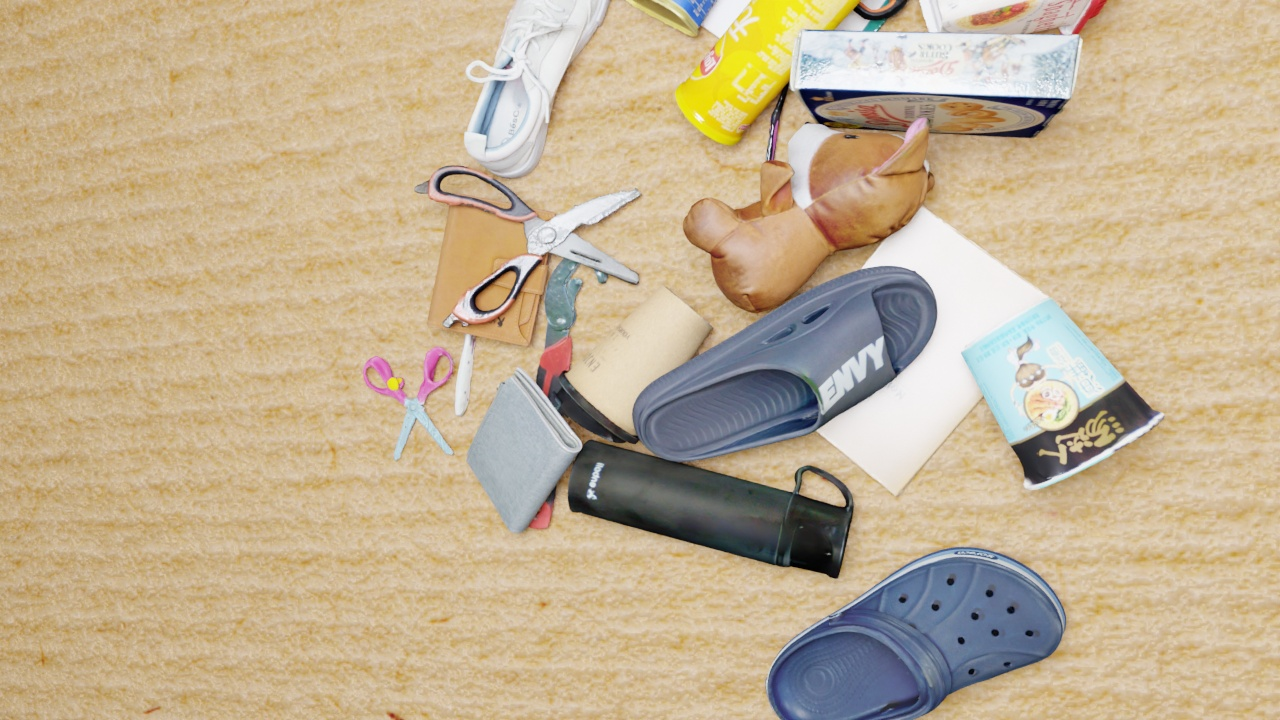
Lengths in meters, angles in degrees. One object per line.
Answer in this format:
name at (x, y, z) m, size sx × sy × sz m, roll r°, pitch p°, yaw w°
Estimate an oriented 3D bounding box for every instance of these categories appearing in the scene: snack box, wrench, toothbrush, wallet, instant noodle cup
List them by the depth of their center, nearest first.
snack box at (0.216, -0.204, 0.689) m, size 0.183 × 0.177 × 0.046 m, roll 7°, pitch 97°, yaw 16°
instant noodle cup at (0.280, -0.300, 0.701) m, size 0.124 × 0.116 × 0.116 m, roll -15°, pitch 86°, yaw 13°
instant noodle cup at (0.311, 0.021, 0.703) m, size 0.111 × 0.111 × 0.120 m, roll -35°, pitch 78°, yaw 15°
toothbrush at (0.114, -0.192, 0.808) m, size 0.018 × 0.014 × 0.189 m, roll 12°, pitch 99°, yaw 27°
wallet at (-0.111, 0.082, 0.851) m, size 0.106 × 0.036 × 0.130 m, roll 52°, pitch 131°, yaw 23°
wrench at (-0.081, 0.027, 0.876) m, size 0.056 × 0.016 × 0.273 m, roll 13°, pitch 94°, yaw 18°
wallet at (-0.141, -0.086, 0.876) m, size 0.108 × 0.031 × 0.132 m, roll 13°, pitch 94°, yaw 6°
toothbrush at (-0.171, -0.038, 0.904) m, size 0.017 × 0.016 × 0.187 m, roll 8°, pitch 93°, yaw 25°

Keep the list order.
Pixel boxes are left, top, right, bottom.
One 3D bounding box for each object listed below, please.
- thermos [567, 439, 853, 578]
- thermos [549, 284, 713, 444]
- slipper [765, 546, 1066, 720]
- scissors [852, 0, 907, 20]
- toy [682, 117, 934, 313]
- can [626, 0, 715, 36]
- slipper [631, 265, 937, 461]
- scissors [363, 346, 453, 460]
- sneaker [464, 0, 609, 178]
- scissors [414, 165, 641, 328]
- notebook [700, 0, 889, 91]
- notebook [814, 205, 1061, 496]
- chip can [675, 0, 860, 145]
thermos at (0.063, 0.120, 0.810) m, size 0.243 × 0.068 × 0.089 m, roll 12°, pitch 75°, yaw 16°
thermos at (-0.005, 0.005, 0.817) m, size 0.093 × 0.093 × 0.143 m, roll 42°, pitch 95°, yaw 13°
slipper at (0.211, 0.234, 0.746) m, size 0.253 × 0.095 × 0.105 m, roll -29°, pitch 85°, yaw 19°
scissors at (0.149, -0.378, 0.758) m, size 0.232 × 0.021 × 0.221 m, roll -34°, pitch 94°, yaw 3°
toy at (0.141, -0.126, 0.739) m, size 0.200 × 0.140 × 0.130 m, roll -23°, pitch 80°, yaw 15°
can at (0.030, -0.348, 0.809) m, size 0.102 × 0.057 × 0.083 m, roll 38°, pitch 99°, yaw 27°
slipper at (0.120, 0.024, 0.741) m, size 0.268 × 0.083 × 0.111 m, roll -26°, pitch 125°, yaw 12°
scissors at (-0.225, 0.039, 0.921) m, size 0.135 × 0.017 × 0.133 m, roll -44°, pitch 80°, yaw 18°
sneaker at (-0.102, -0.290, 0.840) m, size 0.089 × 0.090 × 0.242 m, roll 24°, pitch 97°, yaw 15°
scissors at (-0.106, -0.117, 0.849) m, size 0.223 × 0.015 × 0.189 m, roll -32°, pitch 89°, yaw 0°
notebook at (0.162, -0.347, 0.796) m, size 0.150 × 0.012 × 0.209 m, roll 40°, pitch 103°, yaw 12°
notebook at (0.226, -0.009, 0.781) m, size 0.148 × 0.008 × 0.208 m, roll 40°, pitch 102°, yaw 14°
chip can at (0.118, -0.274, 0.741) m, size 0.072 × 0.071 × 0.214 m, roll 53°, pitch 127°, yaw 11°
